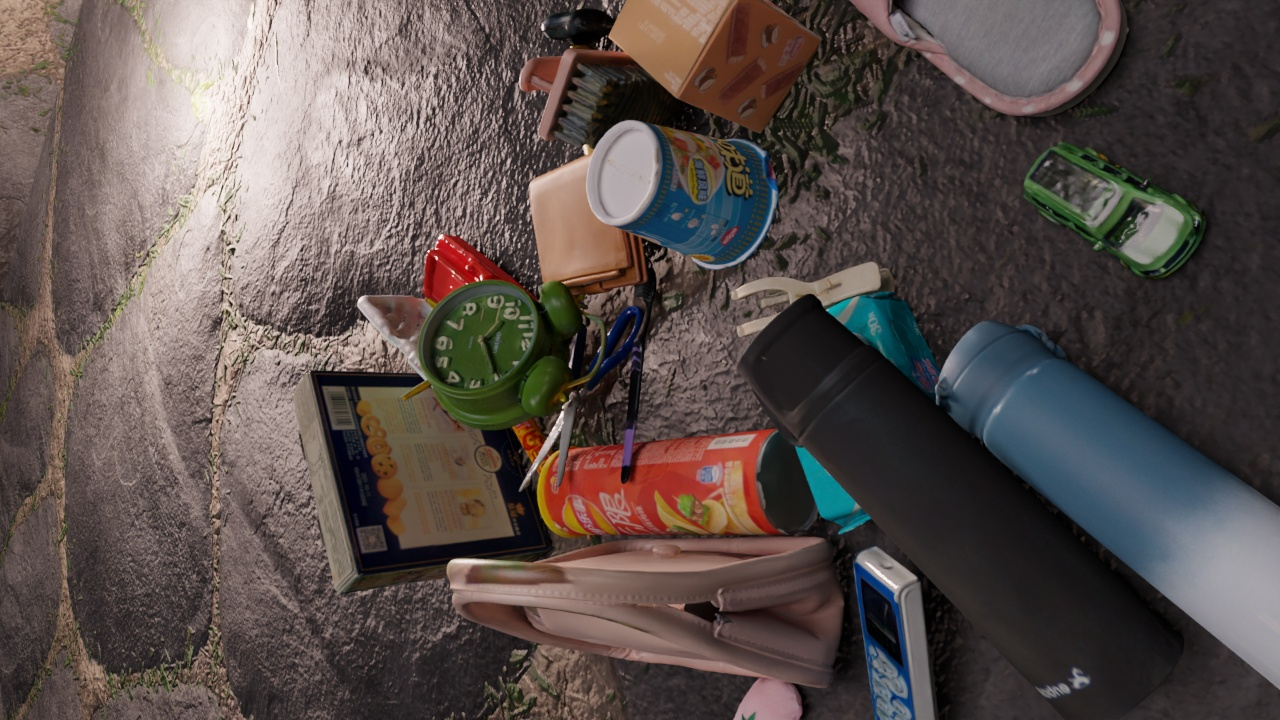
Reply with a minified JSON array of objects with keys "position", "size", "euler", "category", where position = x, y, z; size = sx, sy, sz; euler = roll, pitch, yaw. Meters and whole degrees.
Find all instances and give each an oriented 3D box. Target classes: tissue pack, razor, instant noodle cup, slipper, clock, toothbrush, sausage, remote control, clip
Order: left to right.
[{"position":[-0.103,-0.008,0.724],"size":[0.161,0.056,0.116],"euler":[-1,63,15],"category":"clock"},{"position":[-0.080,0.088,0.786],"size":[0.021,0.021,0.165],"euler":[-55,52,26],"category":"sausage"},{"position":[-0.037,-0.214,0.752],"size":[0.068,0.062,0.167],"euler":[138,121,-69],"category":"razor"},{"position":[-0.004,0.004,0.675],"size":[0.014,0.016,0.188],"euler":[-29,43,43],"category":"toothbrush"},{"position":[0.024,-0.120,0.641],"size":[0.099,0.109,0.099],"euler":[-7,81,45],"category":"instant noodle cup"},{"position":[0.100,-0.039,0.587],"size":[0.104,0.086,0.035],"euler":[-22,70,53],"category":"clip"},{"position":[0.137,0.031,0.555],"size":[0.093,0.050,0.133],"euler":[-36,63,35],"category":"tissue pack"},{"position":[0.146,0.170,0.517],"size":[0.049,0.024,0.125],"euler":[-144,40,-69],"category":"remote control"},{"position":[0.171,-0.247,0.545],"size":[0.114,0.054,0.274],"euler":[-49,55,31],"category":"slipper"}]

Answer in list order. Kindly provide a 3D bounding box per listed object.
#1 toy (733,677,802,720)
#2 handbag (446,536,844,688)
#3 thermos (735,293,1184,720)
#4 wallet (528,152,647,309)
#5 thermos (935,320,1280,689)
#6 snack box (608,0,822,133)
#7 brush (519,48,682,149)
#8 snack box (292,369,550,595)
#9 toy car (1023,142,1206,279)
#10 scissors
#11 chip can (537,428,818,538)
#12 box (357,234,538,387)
[{"position":[0.068,0.288,0.601],"size":[0.121,0.054,0.159],"euler":[40,106,39],"category":"toy"},{"position":[-0.009,0.145,0.560],"size":[0.194,0.234,0.093],"euler":[-11,70,43],"category":"handbag"},{"position":[0.152,0.074,0.480],"size":[0.242,0.068,0.090],"euler":[47,156,16],"category":"thermos"},{"position":[-0.044,-0.100,0.732],"size":[0.131,0.035,0.119],"euler":[-3,101,56],"category":"wallet"},{"position":[0.239,0.059,0.442],"size":[0.220,0.070,0.070],"euler":[47,118,37],"category":"thermos"},{"position":[0.051,-0.223,0.634],"size":[0.092,0.094,0.077],"euler":[52,120,35],"category":"snack box"},{"position":[-0.024,-0.198,0.673],"size":[0.073,0.145,0.063],"euler":[33,120,17],"category":"brush"},{"position":[-0.184,0.095,0.776],"size":[0.046,0.182,0.177],"euler":[-42,59,37],"category":"snack box"},{"position":[0.241,-0.079,0.474],"size":[0.091,0.036,0.043],"euler":[45,115,34],"category":"toy car"},{"position":[-0.046,0.021,0.721],"size":[0.163,0.012,0.162],"euler":[-41,35,14],"category":"scissors"},{"position":[0.020,0.089,0.652],"size":[0.217,0.073,0.073],"euler":[-12,78,44],"category":"chip can"},{"position":[-0.168,-0.042,0.831],"size":[0.201,0.100,0.095],"euler":[38,119,40],"category":"box"}]
